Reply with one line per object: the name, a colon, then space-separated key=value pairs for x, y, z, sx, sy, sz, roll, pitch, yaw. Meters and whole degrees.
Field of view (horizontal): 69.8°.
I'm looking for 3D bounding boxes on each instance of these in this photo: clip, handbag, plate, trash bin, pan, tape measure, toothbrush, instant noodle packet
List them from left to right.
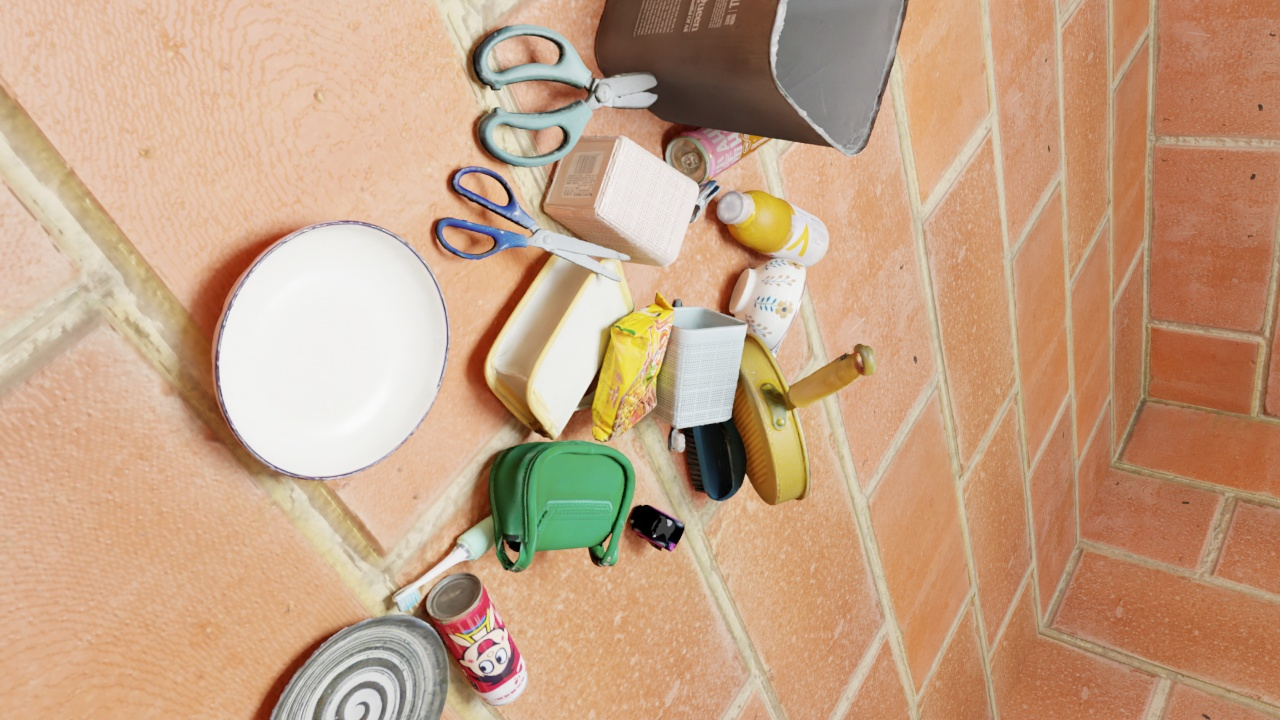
plate: x=-0.228 y=-0.009 z=0.679 sx=0.191 sy=0.039 sz=0.192 roll=-19 pitch=115 yaw=-47
plate: x=-0.238 y=0.298 z=0.773 sx=0.179 sy=0.024 sz=0.179 roll=-17 pitch=113 yaw=-47
toothbrush: x=-0.138 y=0.159 z=0.851 sx=0.223 sy=0.027 sz=0.027 roll=-33 pitch=105 yaw=-41
handbag: x=-0.071 y=0.134 z=0.851 sx=0.131 sy=0.068 sz=0.120 roll=6 pitch=83 yaw=-43
handbag: x=-0.066 y=-0.005 z=0.876 sx=0.163 sy=0.063 sz=0.179 roll=-59 pitch=153 yaw=-20
instant noodle packet: x=-0.005 y=0.005 z=0.903 sx=0.110 sy=0.044 sz=0.129 roll=-43 pitch=150 yaw=-60
tape measure: x=0.018 y=0.189 z=1.028 sx=0.058 sy=0.057 sz=0.039 roll=35 pitch=78 yaw=-34
toothbrush: x=0.043 y=0.019 z=1.041 sx=0.015 sy=0.018 sz=0.181 roll=-13 pitch=109 yaw=-41
clip: x=0.063 y=-0.176 z=1.002 sx=0.057 sy=0.025 sz=0.032 roll=-53 pitch=130 yaw=-17
trash bin: x=0.097 y=-0.310 z=0.843 sx=0.198 sy=0.220 sz=0.199 roll=21 pitch=85 yaw=-52
pan: x=0.158 y=0.045 z=0.968 sx=0.078 sy=0.358 sz=0.197 roll=-17 pitch=79 yaw=-7

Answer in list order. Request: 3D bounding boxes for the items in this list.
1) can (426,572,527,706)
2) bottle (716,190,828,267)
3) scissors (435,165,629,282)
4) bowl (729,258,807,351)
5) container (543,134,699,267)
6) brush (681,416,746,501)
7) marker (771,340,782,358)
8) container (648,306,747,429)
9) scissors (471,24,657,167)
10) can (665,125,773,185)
can: x=-0.148 y=0.260 z=0.847 sx=0.053 sy=0.053 sz=0.133 roll=-44 pitch=132 yaw=-34
bottle: x=0.155 y=-0.158 z=1.083 sx=0.189 sy=0.068 sz=0.068 roll=11 pitch=92 yaw=-52
scissors: x=-0.093 y=-0.097 z=0.780 sx=0.132 sy=0.012 sz=0.172 roll=-45 pitch=106 yaw=-14
bowl: x=0.143 y=-0.072 z=1.084 sx=0.062 sy=0.113 sz=0.113 roll=21 pitch=82 yaw=-7
container: x=-0.020 y=-0.151 z=0.855 sx=0.110 sy=0.090 sz=0.090 roll=25 pitch=81 yaw=-48
brush: x=0.092 y=0.105 z=1.078 sx=0.055 sy=0.074 sz=0.144 roll=-29 pitch=121 yaw=-32
marker: x=0.177 y=-0.028 z=1.190 sx=0.017 sy=0.017 sz=0.145 roll=37 pitch=72 yaw=-49
container: x=0.051 y=0.007 z=0.979 sx=0.090 sy=0.090 sz=0.111 roll=-6 pitch=109 yaw=-34
scissors: x=-0.061 y=-0.240 z=0.781 sx=0.179 sy=0.019 sz=0.143 roll=-21 pitch=114 yaw=-18
can: x=0.091 y=-0.239 z=0.988 sx=0.146 sy=0.058 sz=0.058 roll=-38 pitch=128 yaw=-38
